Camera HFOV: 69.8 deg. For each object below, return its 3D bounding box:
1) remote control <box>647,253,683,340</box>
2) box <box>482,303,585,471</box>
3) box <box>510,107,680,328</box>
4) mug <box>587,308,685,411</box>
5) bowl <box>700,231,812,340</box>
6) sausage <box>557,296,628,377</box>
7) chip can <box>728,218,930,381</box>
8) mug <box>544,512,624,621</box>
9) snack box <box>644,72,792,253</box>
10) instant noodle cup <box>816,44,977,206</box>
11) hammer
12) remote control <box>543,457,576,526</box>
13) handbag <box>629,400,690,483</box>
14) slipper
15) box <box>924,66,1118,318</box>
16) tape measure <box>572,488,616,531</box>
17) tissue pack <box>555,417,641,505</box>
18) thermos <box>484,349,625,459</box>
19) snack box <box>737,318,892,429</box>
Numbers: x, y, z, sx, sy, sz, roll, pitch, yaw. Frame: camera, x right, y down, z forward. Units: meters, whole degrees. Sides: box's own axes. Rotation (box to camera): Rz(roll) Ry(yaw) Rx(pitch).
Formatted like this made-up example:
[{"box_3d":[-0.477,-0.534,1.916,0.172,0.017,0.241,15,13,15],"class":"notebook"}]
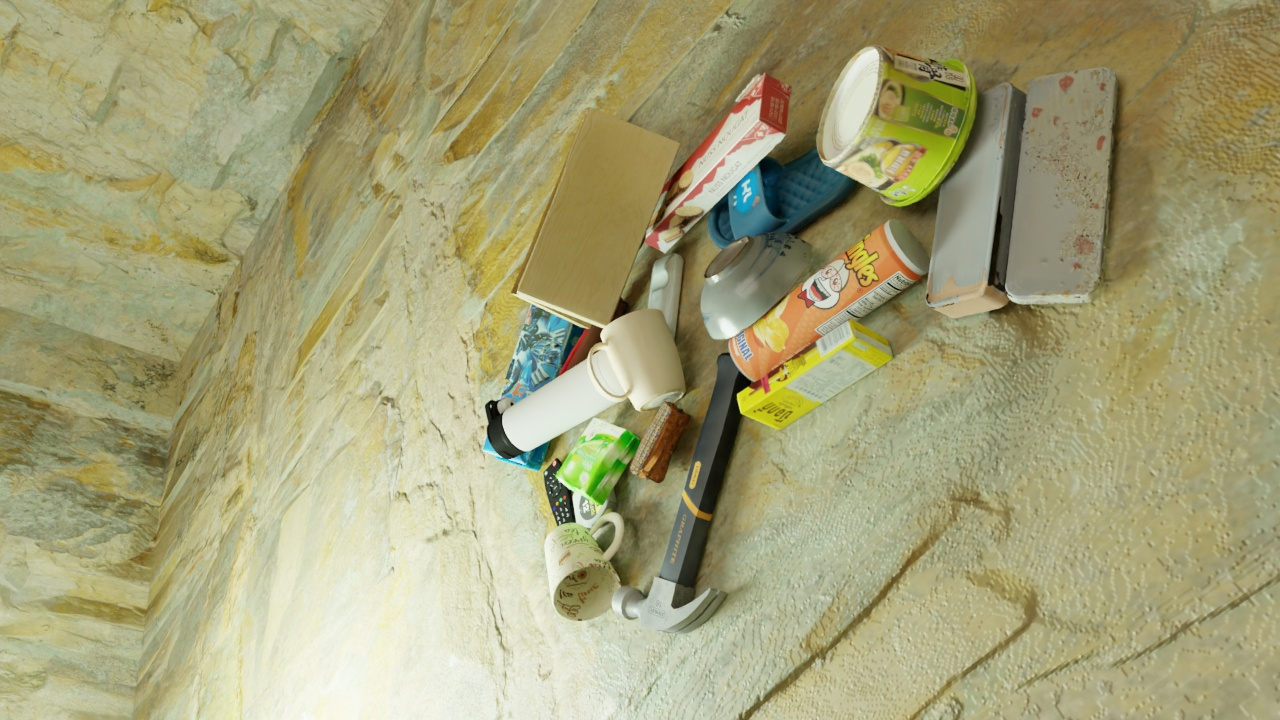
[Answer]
[{"box_3d":[0.026,-0.073,1.171,0.050,0.022,0.133,-18,58,47],"class":"remote control"},{"box_3d":[-0.148,0.028,1.302,0.091,0.066,0.243,5,75,53],"class":"box"},{"box_3d":[-0.061,-0.176,1.176,0.248,0.141,0.148,-68,13,-4],"class":"box"},{"box_3d":[-0.006,0.006,1.086,0.085,0.111,0.104,120,131,-63],"class":"mug"},{"box_3d":[0.111,-0.094,0.993,0.151,0.057,0.150,-43,15,14],"class":"bowl"},{"box_3d":[-0.067,-0.022,1.248,0.156,0.040,0.040,-61,36,8],"class":"sausage"},{"box_3d":[0.185,-0.055,0.923,0.211,0.062,0.062,-38,44,34],"class":"chip can"},{"box_3d":[-0.062,0.228,1.079,0.122,0.081,0.097,-51,31,11],"class":"mug"},{"box_3d":[0.083,-0.229,1.104,0.274,0.044,0.076,-40,33,54],"class":"snack box"},{"box_3d":[0.240,-0.231,0.883,0.146,0.098,0.146,-164,91,-76],"class":"instant noodle cup"},{"box_3d":[0.062,0.140,0.999,0.140,0.035,0.312,3,73,51],"class":"hammer"},{"box_3d":[-0.104,0.184,1.205,0.039,0.010,0.124,-48,39,24],"class":"remote control"},{"box_3d":[0.026,0.092,0.990,0.093,0.043,0.196,-63,0,-2],"class":"handbag"},{"box_3d":[0.154,-0.187,1.041,0.214,0.059,0.103,-20,58,44],"class":"slipper"},{"box_3d":[0.333,-0.147,0.806,0.157,0.063,0.216,0,70,41],"class":"box"},{"box_3d":[-0.057,0.180,1.142,0.065,0.016,0.064,-42,42,30],"class":"tape measure"},{"box_3d":[-0.051,0.121,1.131,0.099,0.034,0.114,-56,25,-11],"class":"tissue pack"},{"box_3d":[-0.108,0.047,1.204,0.230,0.068,0.101,-30,48,24],"class":"thermos"},{"box_3d":[0.169,0.016,0.903,0.149,0.061,0.025,-38,44,34],"class":"snack box"}]
